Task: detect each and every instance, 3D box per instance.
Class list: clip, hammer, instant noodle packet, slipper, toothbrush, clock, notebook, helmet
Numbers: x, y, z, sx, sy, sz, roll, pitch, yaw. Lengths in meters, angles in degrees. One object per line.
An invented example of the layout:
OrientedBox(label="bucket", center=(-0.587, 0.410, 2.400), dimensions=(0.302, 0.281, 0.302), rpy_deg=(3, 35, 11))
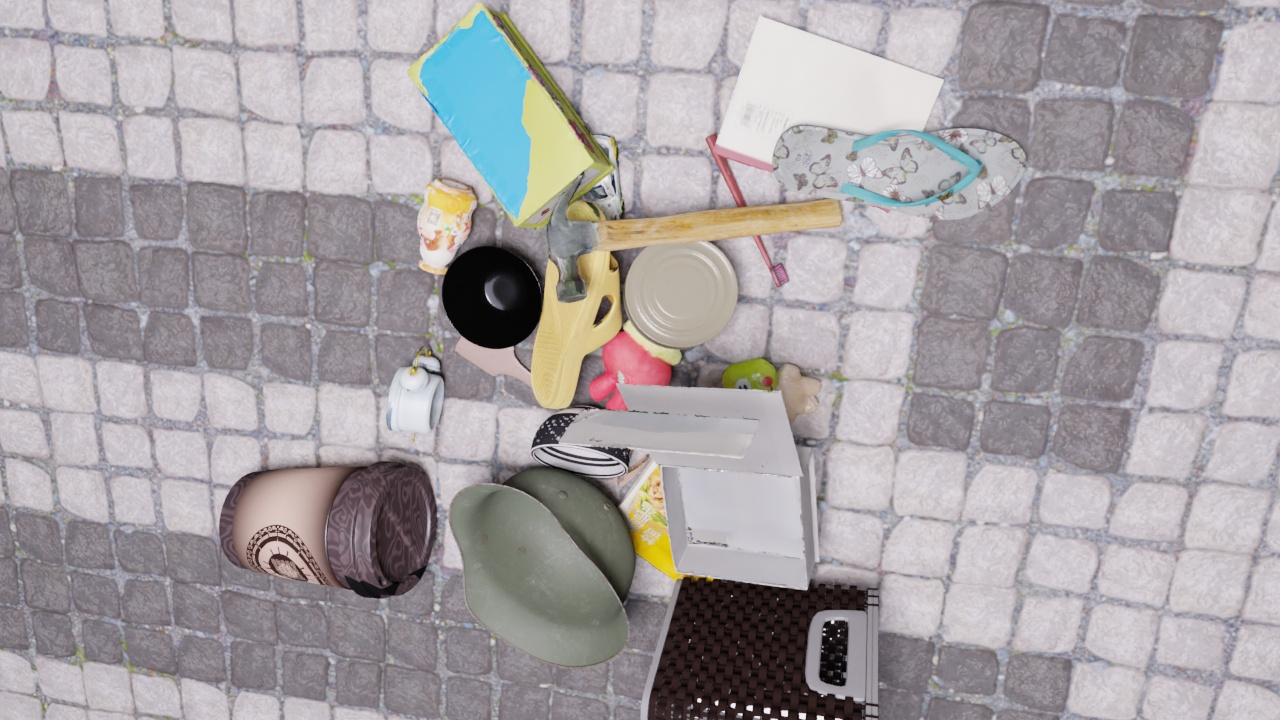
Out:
OrientedBox(label="clip", center=(-0.021, 0.131, 1.156), dimensions=(0.045, 0.025, 0.061), rpy_deg=(43, 112, -4))
OrientedBox(label="hammer", center=(0.062, -0.146, 0.985), dimensions=(0.330, 0.033, 0.132), rpy_deg=(-8, 78, -14))
OrientedBox(label="instant noodle packet", center=(0.067, 0.188, 1.139), dimensions=(0.163, 0.084, 0.222), rpy_deg=(34, 120, 0))
OrientedBox(label="slipper", center=(-0.065, -0.056, 1.067), dimensions=(0.078, 0.099, 0.264), rpy_deg=(-2, 127, -30))
OrientedBox(label="toothbrush", center=(0.122, -0.170, 1.045), dimensions=(0.016, 0.016, 0.190), rpy_deg=(-26, 100, 11))
OrientedBox(label="clock", center=(-0.280, 0.038, 1.144), dimensions=(0.057, 0.083, 0.118), rpy_deg=(10, 112, 1))
OrientedBox(label="notebook", center=(0.201, -0.265, 0.997), dimensions=(0.209, 0.012, 0.153), rpy_deg=(19, 109, -1))
OrientedBox(label="slipper", center=(0.276, -0.198, 0.978), dimensions=(0.269, 0.054, 0.098), rpy_deg=(3, 112, 3))
OrientedBox(label="helmet", center=(-0.106, 0.226, 1.127), dimensions=(0.228, 0.153, 0.268), rpy_deg=(-33, 105, 37))

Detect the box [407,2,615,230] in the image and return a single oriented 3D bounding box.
OrientedBox(label="box", center=(-0.143, -0.267, 1.016), dimensions=(0.124, 0.079, 0.221), rpy_deg=(-38, 85, 16))

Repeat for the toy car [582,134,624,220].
OrientedBox(label="toy car", center=(-0.047, -0.206, 1.056), dimensions=(0.048, 0.033, 0.105), rpy_deg=(-4, 107, 9))

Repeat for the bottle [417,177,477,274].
OrientedBox(label="bottle", center=(-0.234, -0.158, 1.086), dimensions=(0.063, 0.063, 0.109), rpy_deg=(21, 109, 3))

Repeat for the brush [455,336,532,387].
OrientedBox(label="brush", center=(-0.164, 0.004, 1.151), dimensions=(0.135, 0.015, 0.050), rpy_deg=(34, 108, -7))

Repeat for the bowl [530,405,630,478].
OrientedBox(label="bowl", center=(-0.069, 0.093, 1.119), dimensions=(0.120, 0.120, 0.066), rpy_deg=(7, 67, 8))

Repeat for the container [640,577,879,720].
OrientedBox(label="container", center=(0.146, 0.419, 1.085), dimensions=(0.244, 0.246, 0.246), rpy_deg=(5, 119, 13))

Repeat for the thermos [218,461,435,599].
OrientedBox(label="thermos", center=(-0.403, 0.212, 1.180), dimensions=(0.226, 0.172, 0.173), rpy_deg=(1, 107, 16))

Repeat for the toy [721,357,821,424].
OrientedBox(label="toy", center=(0.155, 0.042, 1.088), dimensions=(0.118, 0.043, 0.092), rpy_deg=(2, 106, 8))

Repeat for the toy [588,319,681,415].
OrientedBox(label="toy", center=(-0.007, 0.006, 1.104), dimensions=(0.091, 0.045, 0.135), rpy_deg=(35, 104, 0))

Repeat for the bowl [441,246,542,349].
OrientedBox(label="bowl", center=(-0.171, -0.080, 1.104), dimensions=(0.124, 0.052, 0.124), rpy_deg=(3, 107, 10))

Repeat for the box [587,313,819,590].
OrientedBox(label="box", center=(0.086, 0.085, 0.953), dimensions=(0.166, 0.108, 0.419), rpy_deg=(2, 133, 21))

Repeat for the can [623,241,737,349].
OrientedBox(label="can", center=(0.044, -0.076, 1.037), dimensions=(0.128, 0.073, 0.128), rpy_deg=(0, 91, -1))
